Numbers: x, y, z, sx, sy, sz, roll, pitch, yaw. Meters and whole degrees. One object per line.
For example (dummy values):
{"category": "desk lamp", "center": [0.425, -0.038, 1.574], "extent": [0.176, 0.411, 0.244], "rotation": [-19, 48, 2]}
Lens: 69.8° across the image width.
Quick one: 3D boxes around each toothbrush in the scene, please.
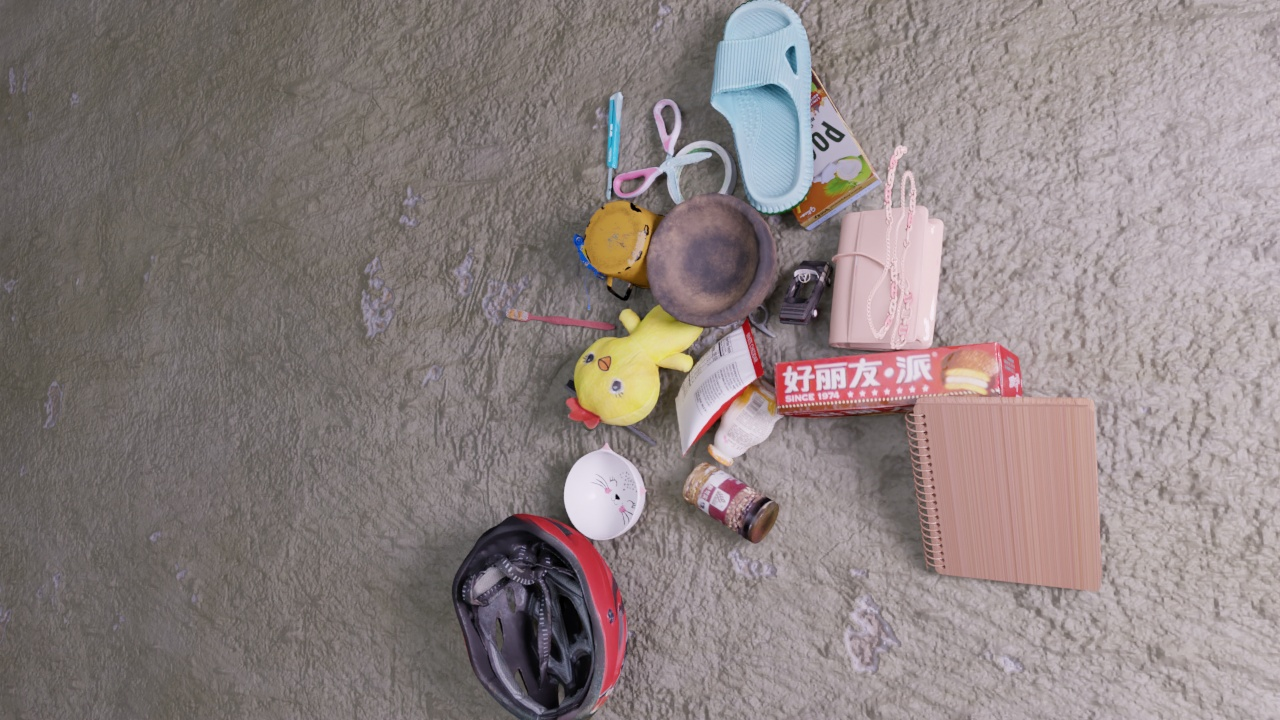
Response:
{"category": "toothbrush", "center": [-0.114, -0.057, 1.293], "extent": [0.185, 0.015, 0.015], "rotation": [8, 82, 30]}
{"category": "toothbrush", "center": [-0.042, 0.071, 1.235], "extent": [0.167, 0.013, 0.013], "rotation": [33, 94, 30]}

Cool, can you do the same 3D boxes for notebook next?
{"category": "notebook", "center": [0.357, 0.131, 0.907], "extent": [0.169, 0.022, 0.210], "rotation": [0, 118, 30]}

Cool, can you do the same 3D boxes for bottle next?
{"category": "bottle", "center": [0.125, 0.075, 1.100], "extent": [0.063, 0.063, 0.109], "rotation": [44, 107, 28]}
{"category": "bottle", "center": [0.108, 0.170, 1.105], "extent": [0.105, 0.056, 0.056], "rotation": [29, 100, 31]}

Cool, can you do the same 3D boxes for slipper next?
{"category": "slipper", "center": [0.147, -0.310, 1.091], "extent": [0.116, 0.069, 0.276], "rotation": [-10, 80, 27]}

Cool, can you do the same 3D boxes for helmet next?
{"category": "helmet", "center": [-0.117, 0.326, 1.161], "extent": [0.218, 0.166, 0.271], "rotation": [-34, 68, 24]}

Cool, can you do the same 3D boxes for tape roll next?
{"category": "tape roll", "center": [0.079, -0.238, 1.191], "extent": [0.094, 0.018, 0.093], "rotation": [-4, 83, 31]}

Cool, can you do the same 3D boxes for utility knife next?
{"category": "utility knife", "center": [-0.036, -0.296, 1.271], "extent": [0.022, 0.015, 0.148], "rotation": [0, 86, 48]}

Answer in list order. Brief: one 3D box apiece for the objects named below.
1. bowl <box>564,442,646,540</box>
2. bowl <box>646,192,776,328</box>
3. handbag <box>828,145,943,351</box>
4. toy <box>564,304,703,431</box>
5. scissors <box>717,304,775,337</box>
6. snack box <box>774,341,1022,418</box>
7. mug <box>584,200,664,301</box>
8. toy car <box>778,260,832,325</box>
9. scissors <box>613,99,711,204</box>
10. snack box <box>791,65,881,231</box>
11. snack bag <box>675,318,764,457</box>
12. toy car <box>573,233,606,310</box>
{"category": "bowl", "center": [-0.039, 0.175, 1.198], "extent": [0.115, 0.050, 0.114], "rotation": [-4, 82, 31]}
{"category": "bowl", "center": [0.093, -0.118, 1.120], "extent": [0.162, 0.070, 0.162], "rotation": [-3, 83, 30]}
{"category": "handbag", "center": [0.236, -0.110, 0.980], "extent": [0.117, 0.187, 0.198], "rotation": [3, 83, 38]}
{"category": "toy", "center": [-0.007, 0.007, 1.179], "extent": [0.208, 0.092, 0.134], "rotation": [-50, 51, 6]}
{"category": "scissors", "center": [0.129, -0.103, 1.148], "extent": [0.121, 0.014, 0.160], "rotation": [12, 94, 33]}
{"category": "snack box", "center": [0.274, 0.026, 0.984], "extent": [0.237, 0.113, 0.060], "rotation": [-6, 80, 31]}
{"category": "mug", "center": [-0.014, -0.140, 1.193], "extent": [0.100, 0.094, 0.124], "rotation": [22, 96, 32]}
{"category": "toy car", "center": [0.193, -0.082, 1.076], "extent": [0.040, 0.037, 0.092], "rotation": [7, 55, 33]}
{"category": "scissors", "center": [0.029, -0.274, 1.213], "extent": [0.171, 0.013, 0.174], "rotation": [-3, 74, 45]}
{"category": "snack box", "center": [0.200, -0.263, 1.111], "extent": [0.101, 0.031, 0.186], "rotation": [-34, 68, 24]}
{"category": "snack bag", "center": [0.089, 0.029, 1.106], "extent": [0.144, 0.039, 0.130], "rotation": [-49, 21, 22]}
{"category": "toy car", "center": [-0.077, -0.123, 1.263], "extent": [0.062, 0.033, 0.092], "rotation": [-46, 63, 11]}
